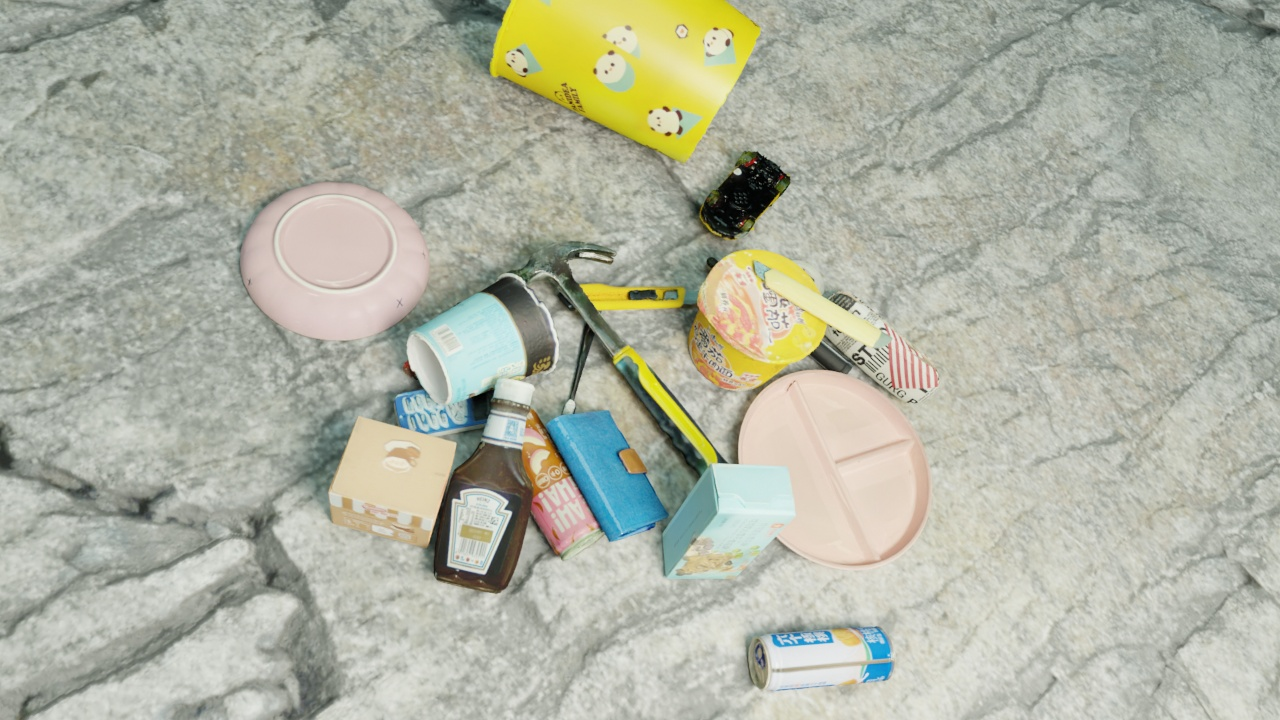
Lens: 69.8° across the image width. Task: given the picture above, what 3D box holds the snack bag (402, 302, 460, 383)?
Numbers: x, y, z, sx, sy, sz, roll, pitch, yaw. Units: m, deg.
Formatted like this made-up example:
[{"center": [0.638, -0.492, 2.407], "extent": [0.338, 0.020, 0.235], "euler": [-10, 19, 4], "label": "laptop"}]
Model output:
[{"center": [-0.201, -0.016, 0.955], "extent": [0.045, 0.026, 0.105], "euler": [33, 59, 3], "label": "snack bag"}]

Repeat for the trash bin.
[{"center": [-0.013, -0.377, 1.088], "extent": [0.255, 0.230, 0.229], "euler": [29, 60, -8], "label": "trash bin"}]

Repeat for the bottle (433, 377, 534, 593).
[{"center": [-0.138, 0.114, 0.858], "extent": [0.080, 0.044, 0.194], "euler": [11, 83, 3], "label": "bottle"}]

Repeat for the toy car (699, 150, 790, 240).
[{"center": [0.127, -0.202, 1.136], "extent": [0.071, 0.041, 0.155], "euler": [37, 58, 4], "label": "toy car"}]

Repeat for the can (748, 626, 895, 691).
[{"center": [0.176, 0.291, 0.897], "extent": [0.134, 0.053, 0.053], "euler": [1, 64, -16], "label": "can"}]

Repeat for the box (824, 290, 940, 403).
[{"center": [0.282, -0.021, 1.082], "extent": [0.162, 0.076, 0.087], "euler": [39, 38, 6], "label": "box"}]

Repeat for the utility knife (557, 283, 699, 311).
[{"center": [0.007, -0.074, 1.044], "extent": [0.208, 0.015, 0.033], "euler": [-3, 66, -22], "label": "utility knife"}]

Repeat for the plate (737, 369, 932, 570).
[{"center": [0.212, 0.119, 1.009], "extent": [0.229, 0.028, 0.229], "euler": [7, 64, -14], "label": "plate"}]

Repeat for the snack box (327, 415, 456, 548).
[{"center": [-0.227, 0.113, 0.844], "extent": [0.092, 0.095, 0.076], "euler": [17, 60, -8], "label": "snack box"}]

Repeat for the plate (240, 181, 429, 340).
[{"center": [-0.318, -0.114, 0.962], "extent": [0.192, 0.039, 0.192], "euler": [7, 63, -13], "label": "plate"}]

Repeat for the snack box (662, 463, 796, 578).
[{"center": [0.079, 0.156, 0.867], "extent": [0.074, 0.175, 0.051], "euler": [4, 57, -14], "label": "snack box"}]

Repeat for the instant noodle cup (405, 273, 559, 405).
[{"center": [-0.160, -0.013, 0.908], "extent": [0.120, 0.111, 0.111], "euler": [-29, 75, -32], "label": "instant noodle cup"}]

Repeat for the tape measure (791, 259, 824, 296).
[{"center": [0.186, -0.087, 1.101], "extent": [0.066, 0.034, 0.065], "euler": [39, 61, 3], "label": "tape measure"}]

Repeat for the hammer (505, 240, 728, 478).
[{"center": [-0.006, 0.006, 0.980], "extent": [0.126, 0.032, 0.323], "euler": [-36, 84, -23], "label": "hammer"}]

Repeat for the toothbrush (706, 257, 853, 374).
[{"center": [0.160, -0.053, 1.080], "extent": [0.212, 0.027, 0.026], "euler": [40, 105, 6], "label": "toothbrush"}]

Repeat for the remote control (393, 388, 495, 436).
[{"center": [-0.184, 0.049, 0.929], "extent": [0.124, 0.024, 0.049], "euler": [-10, 67, -25], "label": "remote control"}]

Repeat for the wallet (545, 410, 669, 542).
[{"center": [-0.031, 0.111, 0.910], "extent": [0.133, 0.040, 0.106], "euler": [60, 23, 14], "label": "wallet"}]

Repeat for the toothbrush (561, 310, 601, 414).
[{"center": [-0.061, -0.011, 1.001], "extent": [0.015, 0.018, 0.180], "euler": [13, 59, -1], "label": "toothbrush"}]

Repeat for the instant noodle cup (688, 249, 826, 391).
[{"center": [0.119, -0.037, 1.012], "extent": [0.138, 0.110, 0.137], "euler": [7, 63, -14], "label": "instant noodle cup"}]

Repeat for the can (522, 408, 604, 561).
[{"center": [-0.093, 0.120, 0.901], "extent": [0.057, 0.058, 0.147], "euler": [-27, 74, -26], "label": "can"}]

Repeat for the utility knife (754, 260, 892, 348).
[{"center": [0.191, -0.059, 0.970], "extent": [0.167, 0.018, 0.030], "euler": [34, 55, -1], "label": "utility knife"}]
